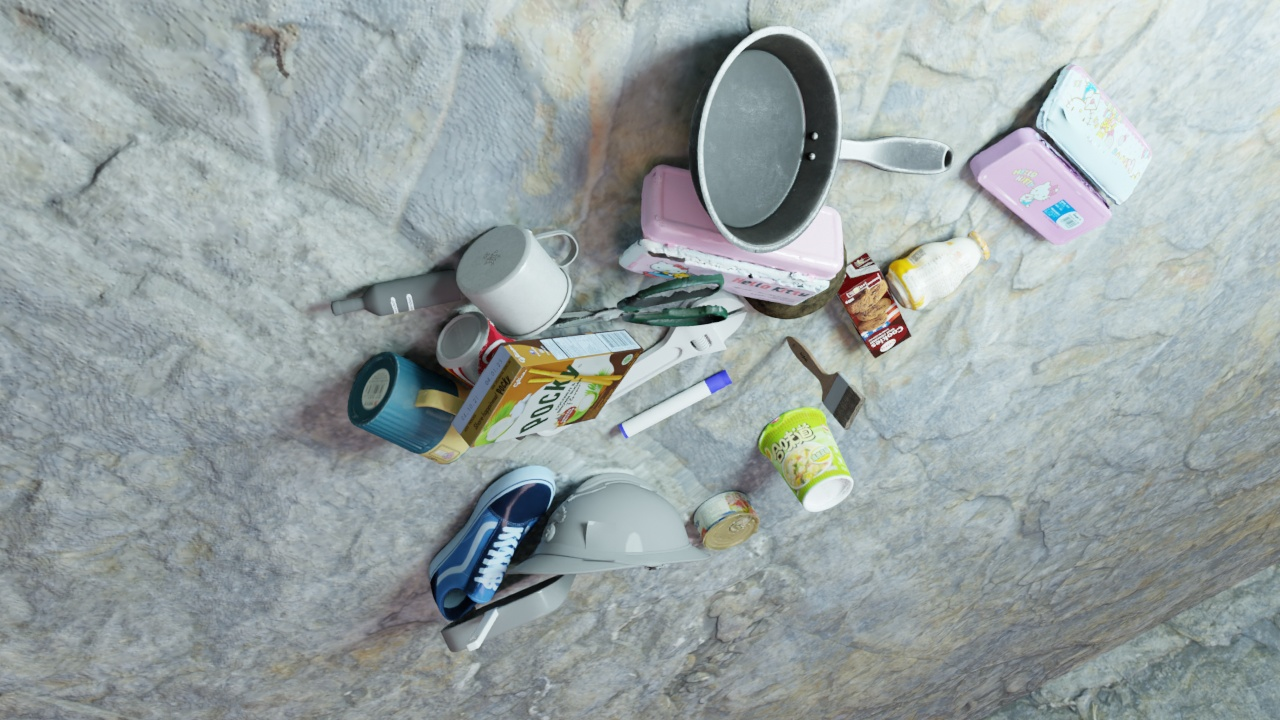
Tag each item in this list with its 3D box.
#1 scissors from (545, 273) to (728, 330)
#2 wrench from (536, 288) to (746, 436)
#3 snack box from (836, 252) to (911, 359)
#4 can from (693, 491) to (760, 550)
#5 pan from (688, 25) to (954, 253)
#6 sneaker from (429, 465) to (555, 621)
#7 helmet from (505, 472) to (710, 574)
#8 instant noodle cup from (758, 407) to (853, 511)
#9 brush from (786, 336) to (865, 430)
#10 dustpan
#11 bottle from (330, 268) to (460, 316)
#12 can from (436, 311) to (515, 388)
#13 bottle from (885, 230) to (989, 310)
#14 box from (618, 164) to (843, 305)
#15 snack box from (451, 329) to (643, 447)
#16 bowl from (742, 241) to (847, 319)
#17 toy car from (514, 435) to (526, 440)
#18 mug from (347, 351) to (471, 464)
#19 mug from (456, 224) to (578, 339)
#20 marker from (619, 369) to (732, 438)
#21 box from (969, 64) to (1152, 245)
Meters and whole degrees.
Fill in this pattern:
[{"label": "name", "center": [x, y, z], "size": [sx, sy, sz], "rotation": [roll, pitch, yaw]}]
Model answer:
[{"label": "scissors", "center": [0.000, -0.046, 0.930], "size": [0.210, 0.015, 0.146], "rotation": [-10, 166, 20]}, {"label": "wrench", "center": [-0.006, 0.006, 1.013], "size": [0.273, 0.018, 0.087], "rotation": [-30, 139, 8]}, {"label": "snack box", "center": [0.266, -0.061, 1.060], "size": [0.051, 0.031, 0.141], "rotation": [-33, 139, 10]}, {"label": "can", "center": [0.120, 0.225, 1.285], "size": [0.086, 0.043, 0.086], "rotation": [-14, 138, -13]}, {"label": "pan", "center": [0.174, -0.194, 0.839], "size": [0.355, 0.055, 0.187], "rotation": [-8, 109, -42]}, {"label": "sneaker", "center": [-0.171, 0.232, 1.110], "size": [0.083, 0.098, 0.242], "rotation": [19, 123, -39]}, {"label": "helmet", "center": [-0.039, 0.198, 1.130], "size": [0.270, 0.117, 0.184], "rotation": [4, 167, -35]}, {"label": "instant noodle cup", "center": [0.218, 0.132, 1.184], "size": [0.098, 0.108, 0.099], "rotation": [-14, 139, -13]}, {"label": "brush", "center": [0.201, 0.016, 1.025], "size": [0.008, 0.143, 0.045], "rotation": [2, 124, -29]}, {"label": "dustpan", "center": [-0.170, 0.311, 1.128], "size": [0.163, 0.033, 0.257], "rotation": [-24, -177, 6]}, {"label": "bottle", "center": [-0.222, -0.058, 0.831], "size": [0.113, 0.030, 0.030], "rotation": [-13, 138, -13]}, {"label": "can", "center": [-0.147, 0.002, 0.904], "size": [0.064, 0.064, 0.105], "rotation": [-34, 138, 11]}, {"label": "bottle", "center": [0.332, -0.103, 1.024], "size": [0.109, 0.063, 0.063], "rotation": [-30, 139, 6]}, {"label": "box", "center": [0.085, -0.109, 0.880], "size": [0.201, 0.086, 0.103], "rotation": [10, 154, -18]}, {"label": "snack box", "center": [-0.085, 0.023, 0.887], "size": [0.185, 0.031, 0.101], "rotation": [-9, 140, -55]}, {"label": "bowl", "center": [0.168, -0.086, 0.968], "size": [0.121, 0.056, 0.121], "rotation": [-13, 138, -13]}, {"label": "toy car", "center": [-0.143, 0.060, 0.976], "size": [0.049, 0.040, 0.112], "rotation": [-39, 161, 24]}, {"label": "mug", "center": [-0.209, 0.045, 0.893], "size": [0.114, 0.083, 0.107], "rotation": [-4, 152, 42]}, {"label": "mug", "center": [-0.106, -0.082, 0.832], "size": [0.113, 0.084, 0.070], "rotation": [-53, 137, -12]}, {"label": "marker", "center": [0.041, 0.052, 1.082], "size": [0.141, 0.020, 0.020], "rotation": [-28, 139, 4]}, {"label": "box", "center": [0.462, -0.212, 0.989], "size": [0.214, 0.048, 0.150], "rotation": [21, 119, -39]}]
